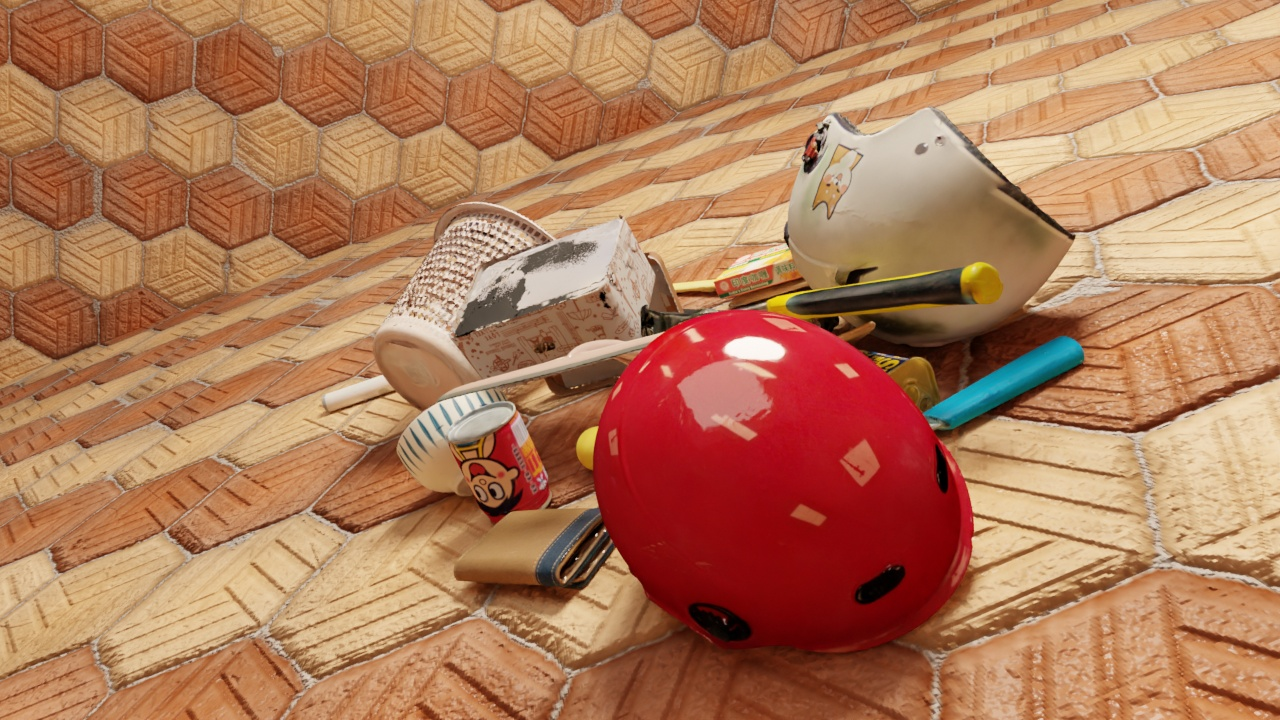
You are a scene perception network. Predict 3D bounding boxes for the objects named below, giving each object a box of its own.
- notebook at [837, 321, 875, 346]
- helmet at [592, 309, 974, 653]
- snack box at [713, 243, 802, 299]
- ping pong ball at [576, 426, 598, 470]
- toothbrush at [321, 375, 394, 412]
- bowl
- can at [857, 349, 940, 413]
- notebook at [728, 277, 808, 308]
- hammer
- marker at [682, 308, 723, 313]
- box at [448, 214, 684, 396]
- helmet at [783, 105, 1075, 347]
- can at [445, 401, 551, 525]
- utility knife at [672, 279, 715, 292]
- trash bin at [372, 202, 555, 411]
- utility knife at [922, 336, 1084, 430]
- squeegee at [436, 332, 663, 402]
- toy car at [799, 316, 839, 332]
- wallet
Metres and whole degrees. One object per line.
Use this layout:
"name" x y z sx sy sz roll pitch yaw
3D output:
"notebook" 0.092 0.021 0.790 0.211 0.012 0.149 -23 -7 1
"helmet" 0.071 0.059 0.561 0.240 0.144 0.206 17 64 40
"snack box" 0.166 -0.112 1.049 0.156 0.027 0.076 -14 19 38
"ping pong ball" -0.038 0.080 0.830 0.040 0.040 0.040 -19 21 7
"toothbrush" -0.337 0.027 1.272 0.221 0.026 0.027 -18 -15 9
"bowl" -0.165 0.086 0.872 0.116 0.117 0.066 -28 66 -16
"can" 0.168 0.033 0.725 0.102 0.057 0.083 -29 20 -20
"notebook" 0.215 -0.116 1.059 0.208 0.008 0.147 -14 19 49
"hammer" 0.126 -0.042 0.743 0.126 0.032 0.324 -4 -1 -44
"marker" 0.067 -0.052 1.081 0.132 0.022 0.020 8 72 53
"box" -0.059 -0.020 0.933 0.183 0.193 0.156 -15 35 23
"helmet" 0.227 -0.098 0.816 0.157 0.230 0.274 -58 25 -3
"can" -0.122 0.092 0.806 0.066 0.094 0.066 -19 21 7
"utility knife" 0.088 -0.097 1.169 0.030 0.021 0.207 -35 16 -32
"trash bin" -0.198 -0.040 1.076 0.228 0.227 0.191 -4 40 39
"utility knife" 0.254 0.031 0.697 0.204 0.018 0.034 -25 23 -14
"squeegee" -0.005 0.005 0.807 0.248 0.040 0.249 -14 -14 32
"toy car" 0.151 -0.026 0.883 0.070 0.042 0.157 -25 2 27
"wallet" -0.080 0.147 0.721 0.115 0.033 0.090 -7 22 36
